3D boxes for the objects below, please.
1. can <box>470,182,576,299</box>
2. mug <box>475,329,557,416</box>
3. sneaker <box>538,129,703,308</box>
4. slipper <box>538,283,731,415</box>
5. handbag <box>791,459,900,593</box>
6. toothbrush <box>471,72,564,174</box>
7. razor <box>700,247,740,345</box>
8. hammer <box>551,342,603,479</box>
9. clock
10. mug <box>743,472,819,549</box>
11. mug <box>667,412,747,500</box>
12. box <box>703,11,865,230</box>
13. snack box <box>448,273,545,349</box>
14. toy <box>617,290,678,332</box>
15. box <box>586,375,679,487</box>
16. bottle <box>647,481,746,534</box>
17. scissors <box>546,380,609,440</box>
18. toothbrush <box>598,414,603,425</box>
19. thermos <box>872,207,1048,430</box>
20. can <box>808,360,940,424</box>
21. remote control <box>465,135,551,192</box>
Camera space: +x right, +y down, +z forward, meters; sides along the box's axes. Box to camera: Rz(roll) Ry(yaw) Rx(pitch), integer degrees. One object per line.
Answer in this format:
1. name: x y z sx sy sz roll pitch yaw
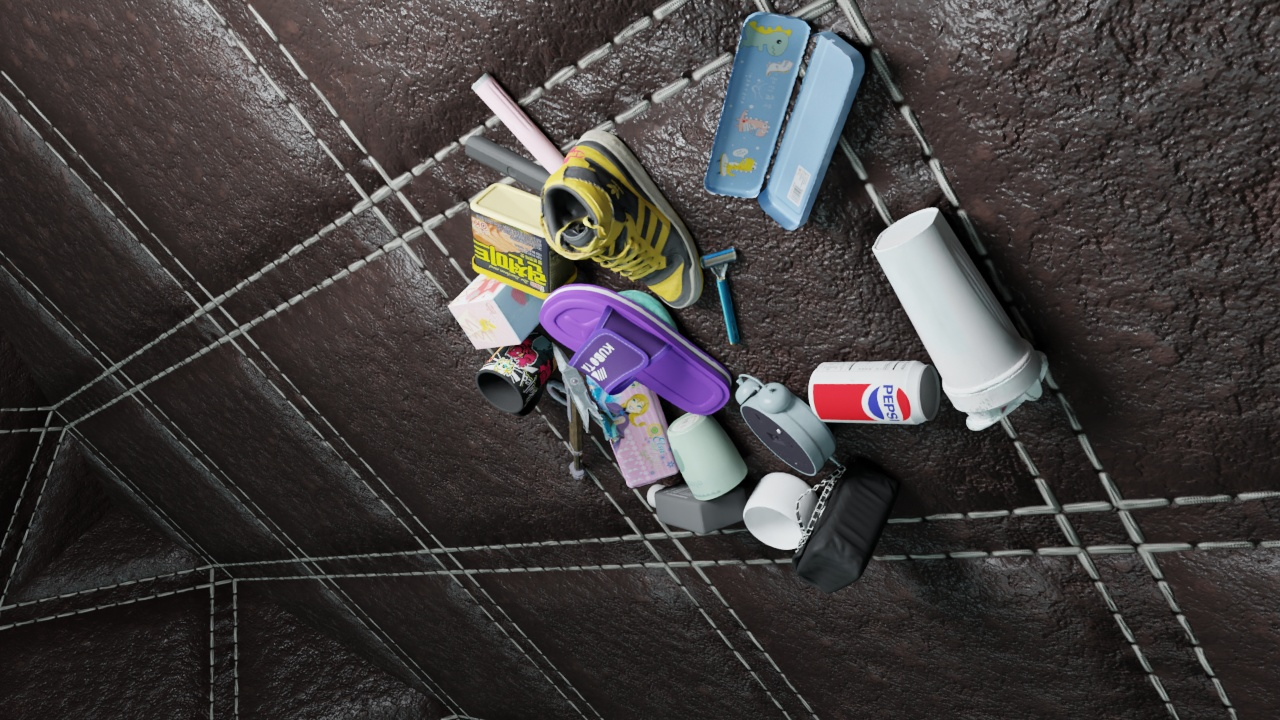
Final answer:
1. can: -0.148 -0.153 1.164 0.131 0.072 0.101 23 137 17
2. mug: -0.176 0.028 1.348 0.082 0.098 0.118 13 136 28
3. sneaker: -0.021 -0.134 1.044 0.086 0.121 0.238 -13 119 46
4. slipper: -0.007 0.007 1.151 0.266 0.083 0.108 31 134 -16
5. handbag: 0.241 0.208 1.170 0.115 0.153 0.125 28 146 6
6. toothbrush: -0.112 -0.243 1.077 0.027 0.027 0.222 -38 104 22
7. razor: 0.102 -0.074 1.094 0.042 0.022 0.144 -14 132 3
8. hammer: -0.098 0.103 1.379 0.317 0.028 0.147 96 150 -60
9. clock: 0.175 0.075 1.131 0.159 0.045 0.123 50 167 -19
10. mug: 0.205 0.211 1.267 0.115 0.067 0.094 26 141 14
11. mug: 0.082 0.125 1.274 0.104 0.084 0.111 60 166 -14
12. box: 0.136 -0.230 0.893 0.125 0.043 0.210 29 141 13
13. snack box: -0.189 -0.076 1.255 0.095 0.092 0.079 -4 127 41
14. toy: -0.002 -0.057 1.182 0.105 0.033 0.085 13 142 22
15. box: -0.014 0.065 1.292 0.084 0.070 0.230 -18 119 3
16. bottle: 0.070 0.209 1.343 0.174 0.083 0.046 0 101 58
17. scissors: -0.067 0.059 1.368 0.177 0.013 0.171 19 142 19
18. toothbrush: -0.002 0.113 1.358 0.155 0.015 0.022 24 129 8
19. thermos: 0.317 -0.042 0.907 0.100 0.099 0.220 -18 113 46
20. can: 0.264 0.036 1.040 0.132 0.070 0.070 -1 128 38
21. remote control: -0.150 -0.234 1.126 0.147 0.015 0.033 28 141 11
